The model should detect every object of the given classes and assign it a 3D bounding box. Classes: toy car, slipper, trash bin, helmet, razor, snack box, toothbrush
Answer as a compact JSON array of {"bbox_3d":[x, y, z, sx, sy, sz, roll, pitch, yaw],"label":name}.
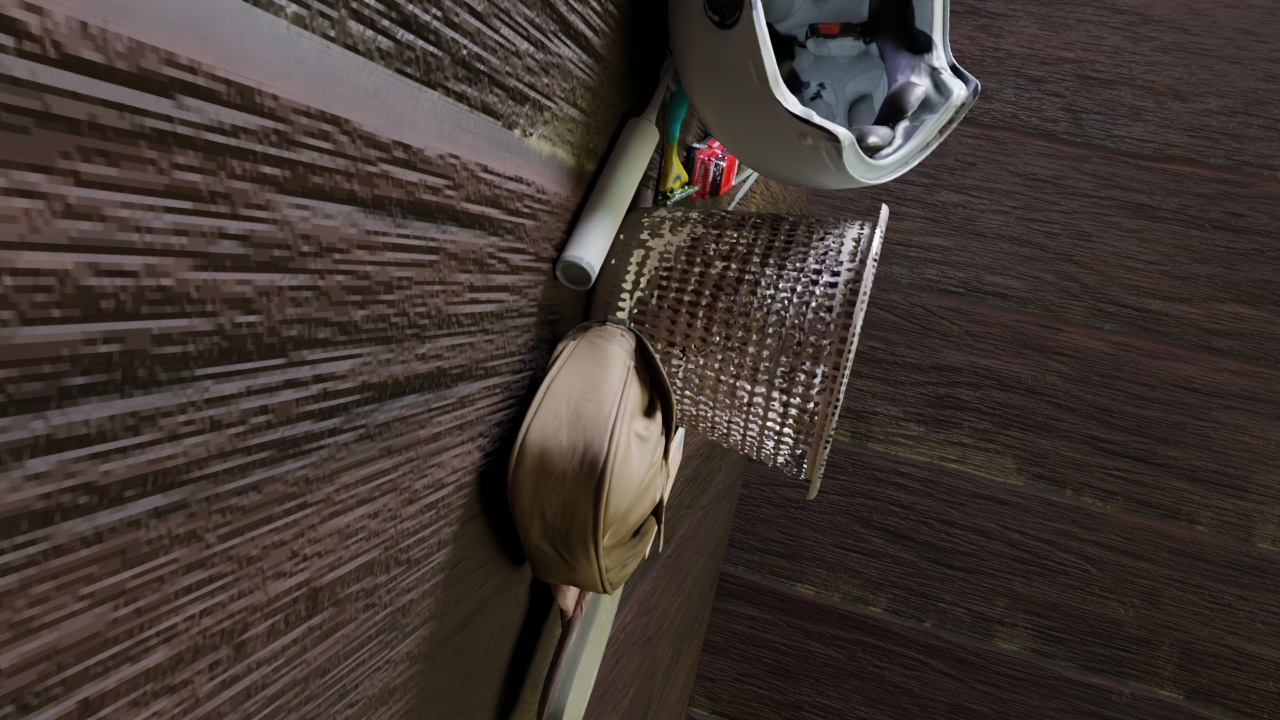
[{"bbox_3d":[0.074,-0.192,0.910,0.120,0.045,0.053,-60,162,-60],"label":"toy car"},{"bbox_3d":[-0.046,0.175,0.750,0.114,0.054,0.274,71,33,-70],"label":"slipper"},{"bbox_3d":[0.070,-0.027,0.708,0.227,0.192,0.227,15,89,-78],"label":"trash bin"},{"bbox_3d":[0.109,-0.242,0.664,0.228,0.146,0.258,-32,101,-35],"label":"helmet"},{"bbox_3d":[0.033,-0.189,0.754,0.043,0.028,0.133,-29,145,-29],"label":"razor"},{"bbox_3d":[0.019,0.150,1.102,0.085,0.026,0.156,92,17,-48],"label":"snack box"},{"bbox_3d":[-0.008,-0.138,0.627,0.026,0.027,0.220,49,48,-36],"label":"toothbrush"}]

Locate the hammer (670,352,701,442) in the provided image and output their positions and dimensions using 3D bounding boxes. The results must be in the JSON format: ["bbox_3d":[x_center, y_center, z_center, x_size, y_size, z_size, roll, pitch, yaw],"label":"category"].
[{"bbox_3d":[0.024,0.084,1.033,0.299,0.033,0.129,-62,163,-49],"label":"hammer"}]

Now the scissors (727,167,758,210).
[{"bbox_3d":[0.146,-0.231,1.049,0.178,0.014,0.160,-22,141,-58],"label":"scissors"}]

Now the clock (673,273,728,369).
[{"bbox_3d":[0.058,-0.038,0.986,0.082,0.055,0.121,91,14,-50],"label":"clock"}]

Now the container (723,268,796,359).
[{"bbox_3d":[0.130,-0.069,1.145,0.090,0.114,0.090,92,17,-47],"label":"container"}]

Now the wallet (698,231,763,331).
[{"bbox_3d":[0.101,-0.099,1.040,0.115,0.033,0.090,-119,-152,-48],"label":"wallet"}]

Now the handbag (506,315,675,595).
[{"bbox_3d":[-0.025,0.074,0.615,0.205,0.100,0.147,90,15,-62],"label":"handbag"}]

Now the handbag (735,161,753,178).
[{"bbox_3d":[0.116,-0.278,1.008,0.178,0.063,0.163,-54,160,-24],"label":"handbag"}]
